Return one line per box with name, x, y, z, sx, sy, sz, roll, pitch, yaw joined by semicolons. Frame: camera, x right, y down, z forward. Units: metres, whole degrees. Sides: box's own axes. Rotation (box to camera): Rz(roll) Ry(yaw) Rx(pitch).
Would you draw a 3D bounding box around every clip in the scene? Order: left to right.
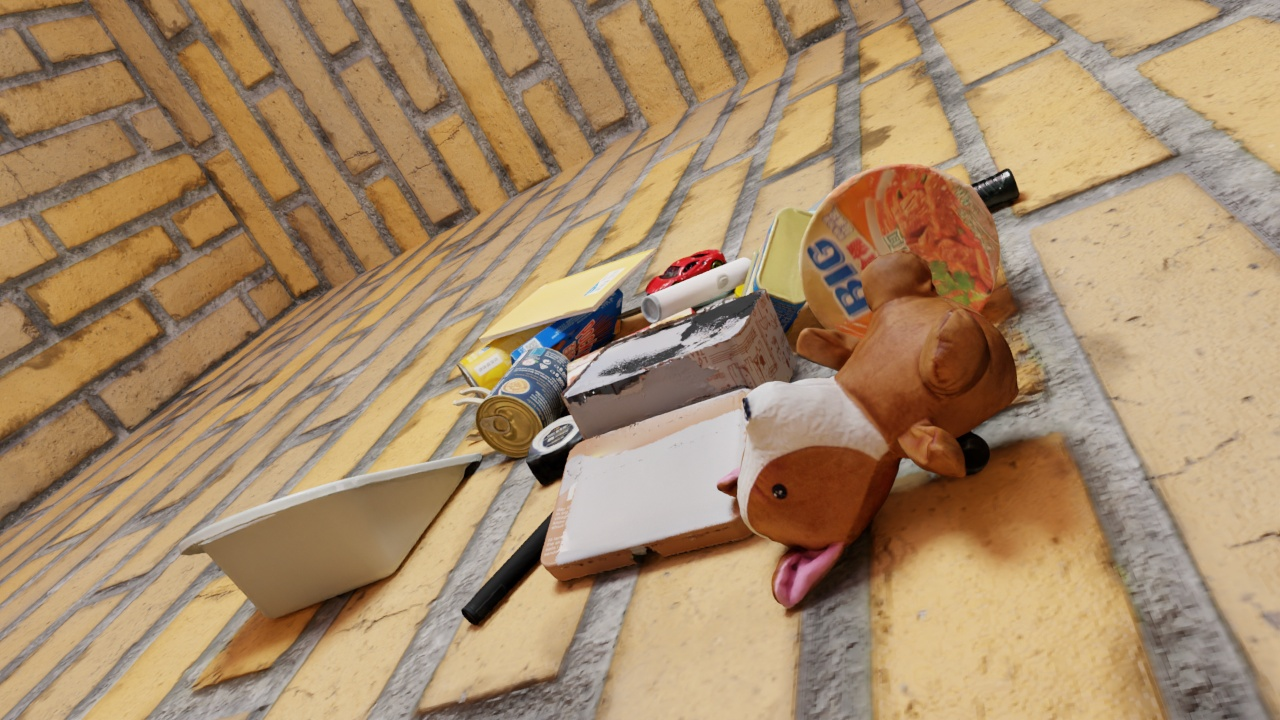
clip;-0.173;0.051;1.062;0.101;0.096;0.035;-34;16;23

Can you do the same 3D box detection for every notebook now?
notebook;-0.091;-0.079;1.125;0.207;0.010;0.145;-13;24;42

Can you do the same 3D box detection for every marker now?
marker;-0.092;0.158;0.735;0.131;0.020;0.022;-44;13;-36

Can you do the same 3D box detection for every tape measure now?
tape measure;-0.072;0.082;0.878;0.066;0.033;0.065;-22;22;15

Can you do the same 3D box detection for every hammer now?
hammer;0.235;-0.120;0.947;0.301;0.033;0.128;-23;20;20

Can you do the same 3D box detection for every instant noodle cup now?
instant noodle cup;0.206;-0.091;0.757;0.151;0.151;0.111;-25;11;15

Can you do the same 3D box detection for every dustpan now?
dustpan;-0.318;0.144;0.919;0.223;0.143;0.257;-23;21;19

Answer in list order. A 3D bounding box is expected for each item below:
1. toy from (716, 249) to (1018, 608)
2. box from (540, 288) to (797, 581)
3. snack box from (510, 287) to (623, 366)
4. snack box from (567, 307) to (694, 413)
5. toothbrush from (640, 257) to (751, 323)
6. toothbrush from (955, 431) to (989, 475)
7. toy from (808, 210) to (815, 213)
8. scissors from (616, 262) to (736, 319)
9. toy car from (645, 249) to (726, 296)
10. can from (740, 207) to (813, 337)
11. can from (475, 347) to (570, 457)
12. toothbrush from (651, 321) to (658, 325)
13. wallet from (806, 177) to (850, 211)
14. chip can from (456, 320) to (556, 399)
toy;0.123;0.039;0.549;0.200;0.130;0.140;-53;23;21
box;0.022;0.052;0.744;0.179;0.103;0.260;-19;17;27
snack box;-0.086;-0.023;1.103;0.156;0.026;0.085;-38;-21;-23
snack box;-0.006;0.006;0.954;0.153;0.025;0.075;-24;41;17
toothbrush;0.087;-0.083;0.915;0.220;0.027;0.026;-25;24;-38
toothbrush;0.187;0.028;0.654;0.026;0.027;0.212;-43;17;7
toy;0.200;-0.146;0.975;0.096;0.030;0.092;-30;21;-24
scissors;0.051;-0.087;1.122;0.185;0.019;0.129;-12;22;21
toy car;0.052;-0.104;1.095;0.106;0.031;0.049;-32;21;-22
can;0.134;-0.082;0.865;0.083;0.057;0.102;106;-177;-69
can;-0.119;0.042;0.985;0.075;0.075;0.110;-19;21;28
toothbrush;0.015;-0.027;1.062;0.016;0.017;0.187;-11;22;24
wallet;0.238;-0.171;1.068;0.106;0.037;0.129;-39;17;5
chip can;-0.128;-0.026;1.178;0.213;0.072;0.072;-35;20;-13
